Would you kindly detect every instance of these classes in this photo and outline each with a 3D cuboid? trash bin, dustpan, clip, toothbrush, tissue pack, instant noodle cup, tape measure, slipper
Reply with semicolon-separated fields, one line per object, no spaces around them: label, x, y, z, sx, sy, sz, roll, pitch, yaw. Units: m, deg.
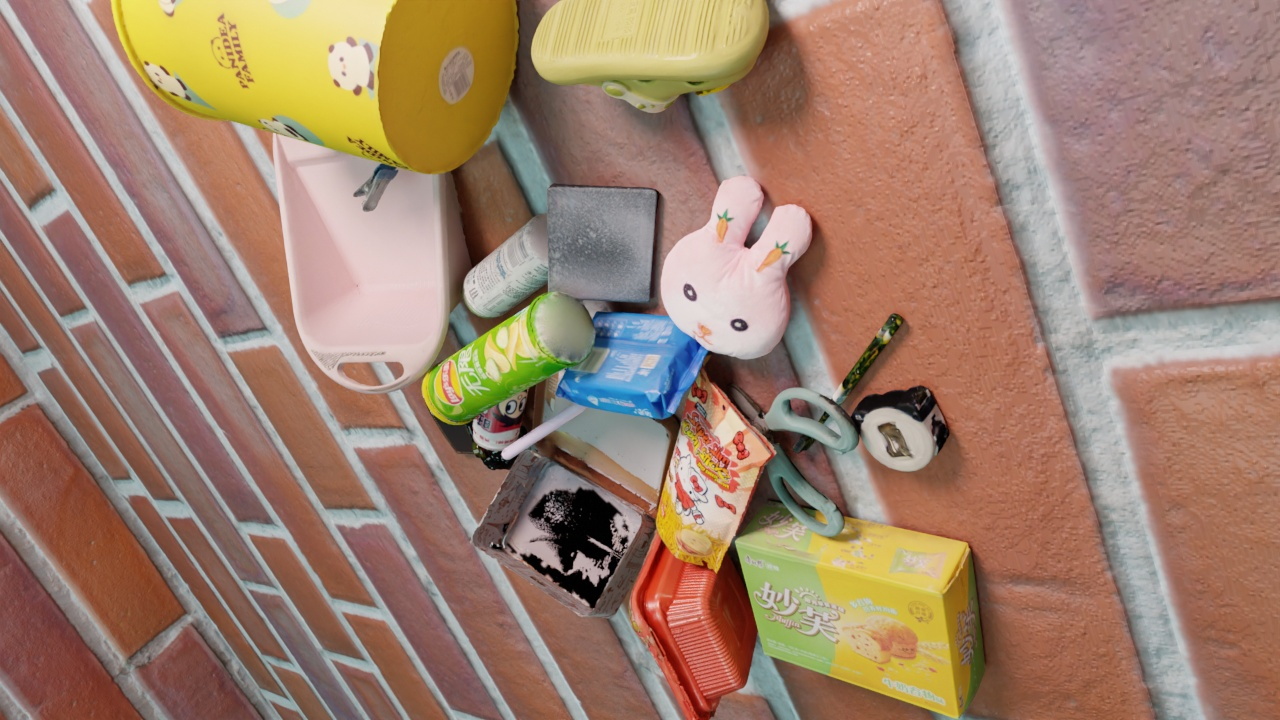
trash bin;-0.258;-0.284;0.777;0.255;0.228;0.230;23;133;19
dustpan;-0.290;-0.112;0.960;0.223;0.138;0.274;-3;123;27
clip;-0.267;-0.175;0.925;0.057;0.024;0.029;-40;75;27
toothbrush;-0.079;0.055;0.958;0.190;0.029;0.021;-36;119;24
tissue pack;-0.005;0.005;0.862;0.157;0.094;0.052;6;148;39
instant noodle cup;0.067;0.278;0.977;0.079;0.164;0.189;-17;110;22
tape measure;0.215;0.057;0.753;0.066;0.033;0.066;-19;106;49
slipper;0.011;-0.234;0.685;0.191;0.091;0.081;6;165;27
toothbrush;0.172;0.025;0.778;0.012;0.017;0.186;51;143;23

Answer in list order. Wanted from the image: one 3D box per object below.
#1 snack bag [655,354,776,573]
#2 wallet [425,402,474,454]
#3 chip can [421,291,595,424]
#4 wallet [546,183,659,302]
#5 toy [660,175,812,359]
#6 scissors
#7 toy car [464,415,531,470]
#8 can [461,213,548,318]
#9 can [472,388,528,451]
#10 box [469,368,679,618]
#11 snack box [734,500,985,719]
snack bag;0.069;0.109;0.889;0.208;0.073;0.128;101;149;-45
wallet;-0.213;0.082;1.163;0.122;0.020;0.096;-2;123;41
chip can;-0.132;0.001;0.897;0.222;0.072;0.072;-26;102;45
wallet;-0.035;-0.104;0.826;0.097;0.019;0.121;1;130;-3
toy;0.078;-0.073;0.763;0.121;0.054;0.160;33;129;17
scissors;0.138;0.069;0.814;0.172;0.019;0.180;54;149;19
toy car;-0.181;0.060;1.083;0.071;0.041;0.156;-19;109;9
can;-0.123;-0.091;0.918;0.147;0.058;0.058;-27;100;49
can;-0.151;0.033;1.016;0.053;0.053;0.133;28;119;23
box;-0.063;0.141;1.020;0.179;0.124;0.274;28;108;24
snack box;0.206;0.231;0.868;0.210;0.069;0.158;7;125;38
